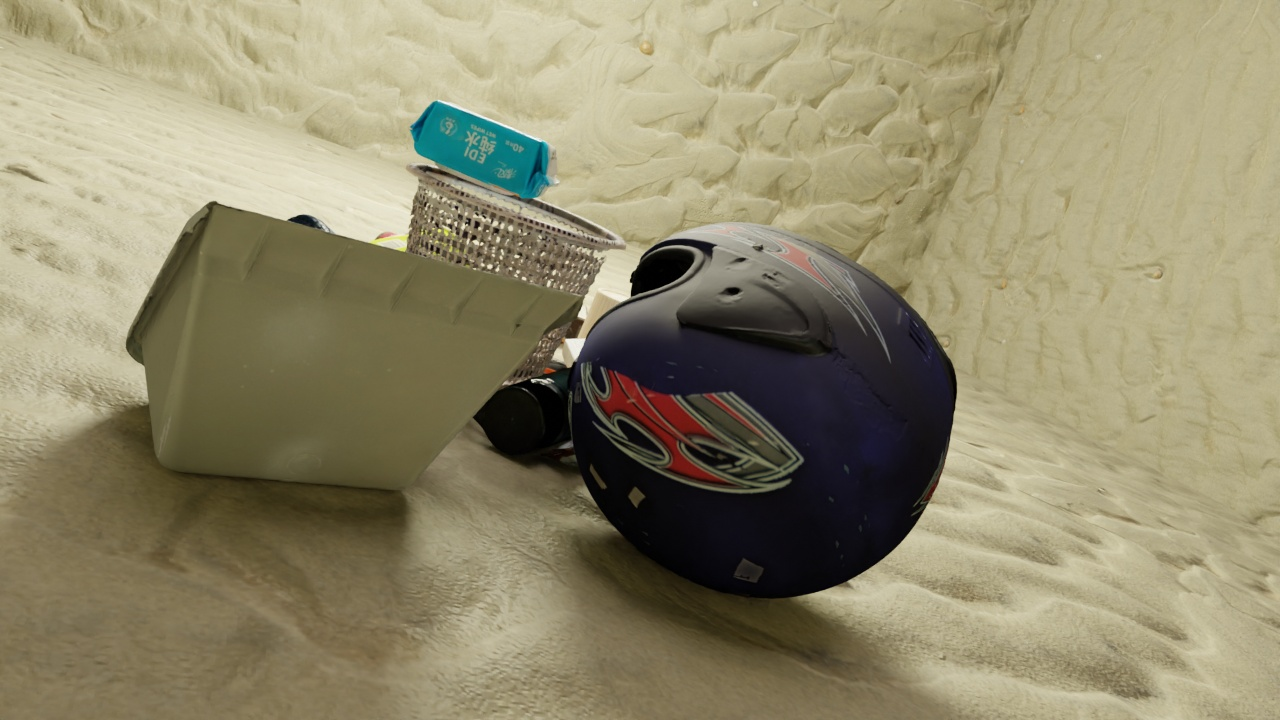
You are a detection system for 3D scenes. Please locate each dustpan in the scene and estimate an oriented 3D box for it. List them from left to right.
[{"bbox_3d":[-0.208,-0.016,0.594,0.222,0.258,0.142,12,38,-38],"label":"dustpan"}]

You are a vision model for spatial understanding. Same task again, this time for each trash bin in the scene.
[{"bbox_3d":[-0.152,-0.071,0.923,0.227,0.192,0.227,20,12,-5],"label":"trash bin"}]

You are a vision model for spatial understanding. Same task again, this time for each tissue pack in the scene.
[{"bbox_3d":[-0.147,-0.202,0.894,0.140,0.063,0.090,22,10,-1],"label":"tissue pack"}]

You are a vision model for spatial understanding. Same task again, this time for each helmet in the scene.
[{"bbox_3d":[0.062,0.037,0.693,0.239,0.248,0.315,-31,46,-31],"label":"helmet"}]

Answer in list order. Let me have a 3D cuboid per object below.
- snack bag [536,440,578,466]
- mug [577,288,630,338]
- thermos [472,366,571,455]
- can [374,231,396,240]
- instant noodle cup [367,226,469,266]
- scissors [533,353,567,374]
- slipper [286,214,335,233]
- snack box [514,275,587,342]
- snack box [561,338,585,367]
[{"bbox_3d":[-0.041,0.083,0.827,0.045,0.026,0.105,-12,-11,41],"label":"snack bag"},{"bbox_3d":[-0.022,-0.023,1.155,0.114,0.106,0.081,24,12,16],"label":"mug"},{"bbox_3d":[-0.079,0.036,0.886,0.090,0.068,0.242,17,10,18],"label":"thermos"},{"bbox_3d":[-0.311,-0.133,1.279,0.133,0.053,0.053,26,13,22],"label":"can"},{"bbox_3d":[-0.282,-0.103,1.091,0.112,0.112,0.123,26,21,21],"label":"instant noodle cup"},{"bbox_3d":[-0.174,-0.011,1.044,0.234,0.022,0.139,13,15,-37],"label":"scissors"},{"bbox_3d":[-0.287,-0.050,0.865,0.253,0.105,0.095,40,-7,40],"label":"slipper"},{"bbox_3d":[-0.138,-0.073,1.312,0.125,0.053,0.113,19,12,-9],"label":"snack box"},{"bbox_3d":[-0.006,0.006,1.073,0.156,0.027,0.084,-2,38,-22],"label":"snack box"}]
